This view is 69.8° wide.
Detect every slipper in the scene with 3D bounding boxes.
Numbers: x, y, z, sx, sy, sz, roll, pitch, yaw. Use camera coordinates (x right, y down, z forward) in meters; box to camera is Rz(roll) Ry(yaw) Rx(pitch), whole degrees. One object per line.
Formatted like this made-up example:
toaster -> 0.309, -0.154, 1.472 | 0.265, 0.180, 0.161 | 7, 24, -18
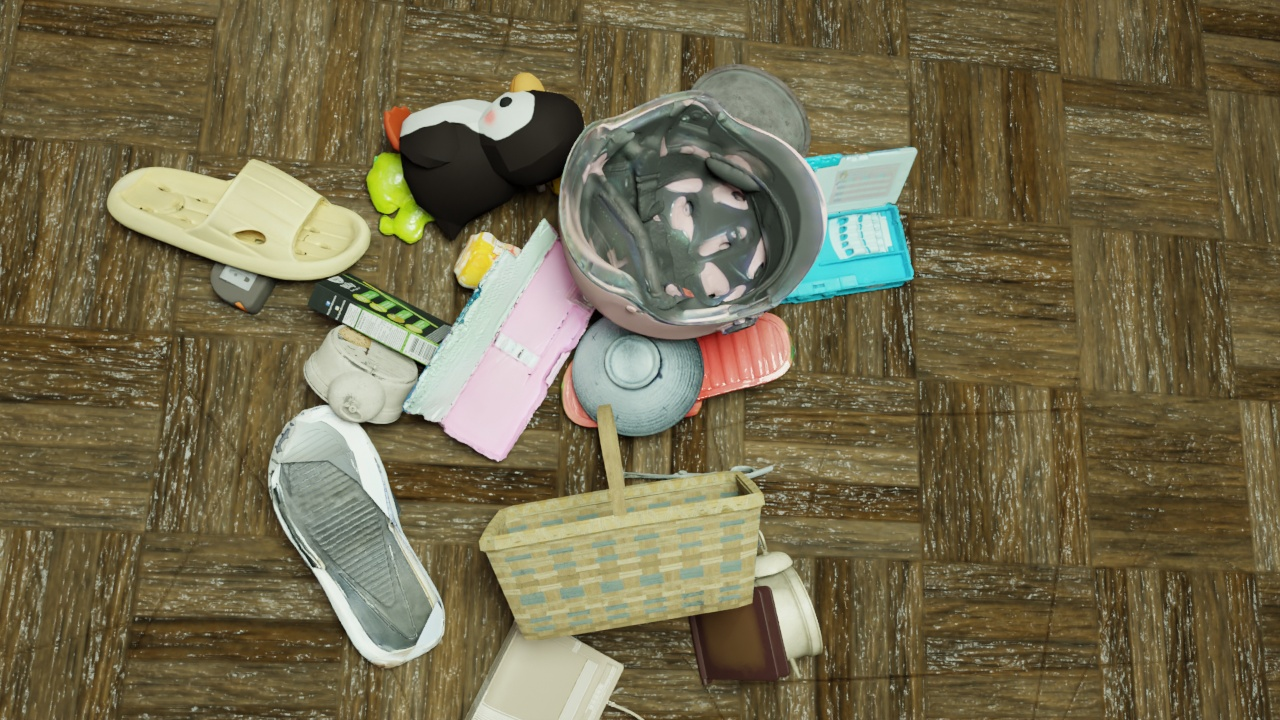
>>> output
slipper -> 0.038, 0.010, 0.972 | 0.249, 0.059, 0.103 | -15, 78, 4
slipper -> -0.278, 0.171, 0.897 | 0.111, 0.063, 0.264 | -27, 96, -12
slipper -> -0.406, -0.154, 0.918 | 0.261, 0.079, 0.111 | 13, 51, 0

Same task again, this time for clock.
clock -> -0.265, 0.016, 0.882 | 0.103, 0.156, 0.061 | 30, 107, -20
clock -> 0.135, 0.239, 0.920 | 0.054, 0.093, 0.141 | -17, 90, -7

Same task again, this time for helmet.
helmet -> 0.043, -0.121, 0.884 | 0.255, 0.153, 0.230 | -18, 75, -17

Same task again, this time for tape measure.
tape measure -> -0.408, -0.084, 0.941 | 0.059, 0.038, 0.058 | 27, 76, -2

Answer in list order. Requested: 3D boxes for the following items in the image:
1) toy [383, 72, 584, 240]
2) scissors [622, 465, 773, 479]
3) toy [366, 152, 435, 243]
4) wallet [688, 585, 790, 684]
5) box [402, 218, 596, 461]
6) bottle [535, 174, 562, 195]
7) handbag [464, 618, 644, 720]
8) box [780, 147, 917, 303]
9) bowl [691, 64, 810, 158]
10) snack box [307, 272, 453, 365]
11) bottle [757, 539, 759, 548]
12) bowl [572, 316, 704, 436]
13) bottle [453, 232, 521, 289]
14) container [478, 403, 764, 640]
toy -> -0.141, -0.208, 0.928 | 0.184, 0.158, 0.140 | -9, 97, 26
scissors -> 0.058, 0.120, 0.971 | 0.161, 0.117, 0.014 | 7, 105, 26
toy -> -0.254, -0.179, 0.983 | 0.093, 0.036, 0.094 | 40, 83, -4
wallet -> 0.092, 0.272, 0.905 | 0.018, 0.116, 0.091 | -4, 77, -40
box -> -0.136, -0.026, 0.913 | 0.063, 0.160, 0.230 | 27, 84, 41
bottle -> -0.036, -0.219, 1.003 | 0.163, 0.071, 0.071 | -19, 82, -11
handbag -> -0.068, 0.367, 0.891 | 0.198, 0.062, 0.175 | 28, 76, -6
box -> 0.186, -0.148, 1.014 | 0.227, 0.085, 0.170 | -9, 113, -10
bowl -> 0.109, -0.249, 1.024 | 0.145, 0.067, 0.144 | 5, 72, -15
snack box -> -0.250, -0.040, 0.930 | 0.147, 0.080, 0.025 | 27, 103, -2
bottle -> 0.037, 0.194, 0.941 | 0.161, 0.046, 0.072 | -24, 83, -12
bowl -> -0.005, 0.005, 0.918 | 0.137, 0.057, 0.137 | -1, 80, 6
bottle -> -0.139, -0.088, 0.967 | 0.109, 0.063, 0.063 | 27, 76, -17
container -> -0.018, 0.135, 0.847 | 0.250, 0.157, 0.186 | -9, 92, -1
